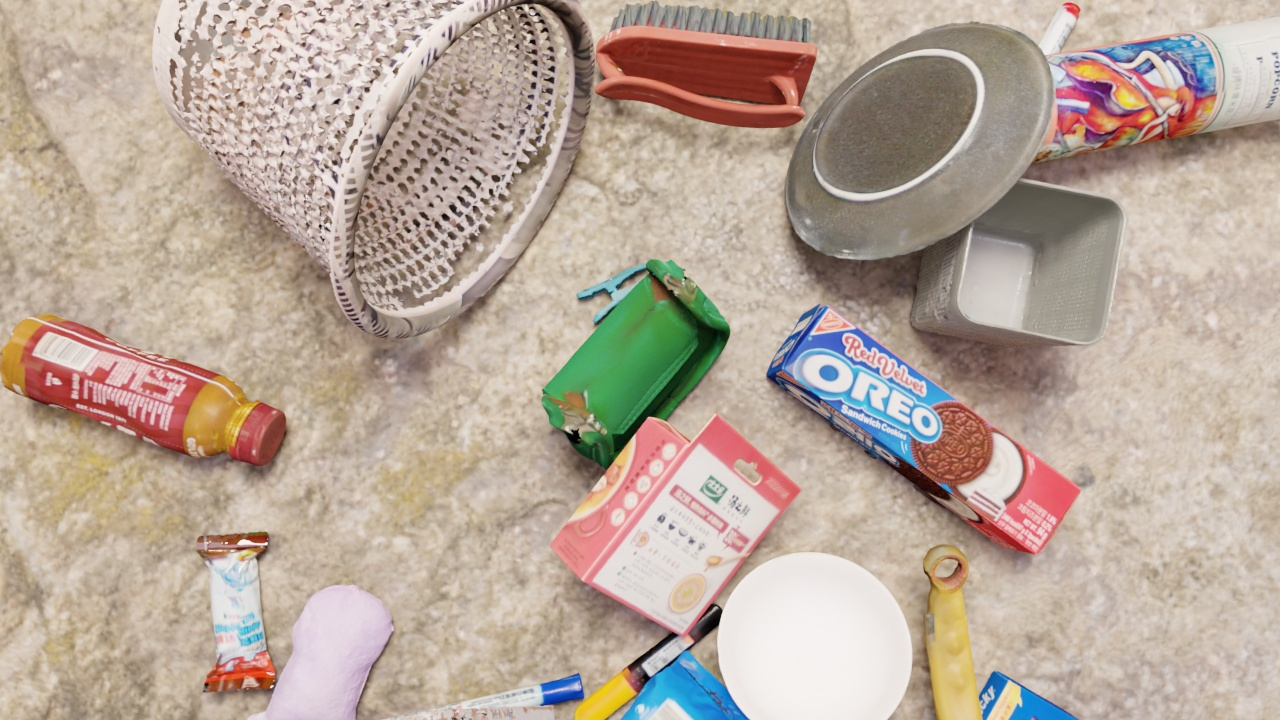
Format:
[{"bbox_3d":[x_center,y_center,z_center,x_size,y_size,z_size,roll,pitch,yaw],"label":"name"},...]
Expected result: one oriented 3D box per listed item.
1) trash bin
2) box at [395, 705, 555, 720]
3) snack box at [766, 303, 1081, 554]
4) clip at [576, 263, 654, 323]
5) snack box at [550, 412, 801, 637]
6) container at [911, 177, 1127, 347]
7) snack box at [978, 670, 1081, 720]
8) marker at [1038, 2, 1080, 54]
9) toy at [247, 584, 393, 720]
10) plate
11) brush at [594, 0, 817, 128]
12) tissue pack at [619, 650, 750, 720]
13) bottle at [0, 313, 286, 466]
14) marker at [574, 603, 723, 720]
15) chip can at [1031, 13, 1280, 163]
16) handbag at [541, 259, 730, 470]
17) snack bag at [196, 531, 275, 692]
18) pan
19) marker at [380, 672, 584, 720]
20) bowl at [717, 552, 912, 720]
[{"bbox_3d":[-0.168,-0.156,0.554,0.192,0.227,0.227,32,87,14],"label":"trash bin"},{"bbox_3d":[-0.130,0.314,0.520,0.183,0.157,0.192,-23,62,21],"label":"box"},{"bbox_3d":[0.183,0.046,0.612,0.207,0.058,0.057,36,84,1],"label":"snack box"},{"bbox_3d":[-0.016,-0.050,0.636,0.057,0.015,0.049,-30,86,-3],"label":"clip"},{"bbox_3d":[0.025,0.099,0.584,0.127,0.044,0.113,-51,131,-3],"label":"snack box"},{"bbox_3d":[0.232,-0.056,0.588,0.090,0.114,0.090,12,87,0],"label":"container"},{"bbox_3d":[0.289,0.286,0.615,0.157,0.026,0.084,30,88,1],"label":"snack box"},{"bbox_3d":[0.269,-0.186,0.644,0.017,0.017,0.145,29,87,1],"label":"marker"},{"bbox_3d":[-0.203,0.203,0.610,0.084,0.039,0.108,19,86,-18],"label":"toy"},{"bbox_3d":[0.163,-0.144,0.575,0.024,0.179,0.179,33,86,-40],"label":"plate"},{"bbox_3d":[0.041,-0.197,0.619,0.146,0.063,0.069,8,74,1],"label":"brush"},{"bbox_3d":[0.010,0.276,0.593,0.095,0.052,0.157,41,87,23],"label":"tissue pack"},{"bbox_3d":[-0.325,0.023,0.608,0.175,0.057,0.057,20,87,1],"label":"bottle"},{"bbox_3d":[0.007,0.207,0.624,0.124,0.015,0.018,-37,89,-5],"label":"marker"},{"bbox_3d":[0.330,-0.178,0.607,0.214,0.071,0.071,-11,87,-6],"label":"chip can"},{"bbox_3d":[-0.003,0.003,0.581,0.068,0.120,0.131,41,89,7],"label":"handbag"},{"bbox_3d":[-0.272,0.169,0.617,0.048,0.026,0.104,-2,87,-13],"label":"snack bag"},{"bbox_3d":[0.210,0.295,0.579,0.198,0.078,0.357,-7,103,0],"label":"pan"},{"bbox_3d":[-0.110,0.234,0.613,0.145,0.017,0.017,-11,87,-6],"label":"marker"},{"bbox_3d":[0.111,0.191,0.592,0.118,0.065,0.118,-5,59,7],"label":"bowl"}]
